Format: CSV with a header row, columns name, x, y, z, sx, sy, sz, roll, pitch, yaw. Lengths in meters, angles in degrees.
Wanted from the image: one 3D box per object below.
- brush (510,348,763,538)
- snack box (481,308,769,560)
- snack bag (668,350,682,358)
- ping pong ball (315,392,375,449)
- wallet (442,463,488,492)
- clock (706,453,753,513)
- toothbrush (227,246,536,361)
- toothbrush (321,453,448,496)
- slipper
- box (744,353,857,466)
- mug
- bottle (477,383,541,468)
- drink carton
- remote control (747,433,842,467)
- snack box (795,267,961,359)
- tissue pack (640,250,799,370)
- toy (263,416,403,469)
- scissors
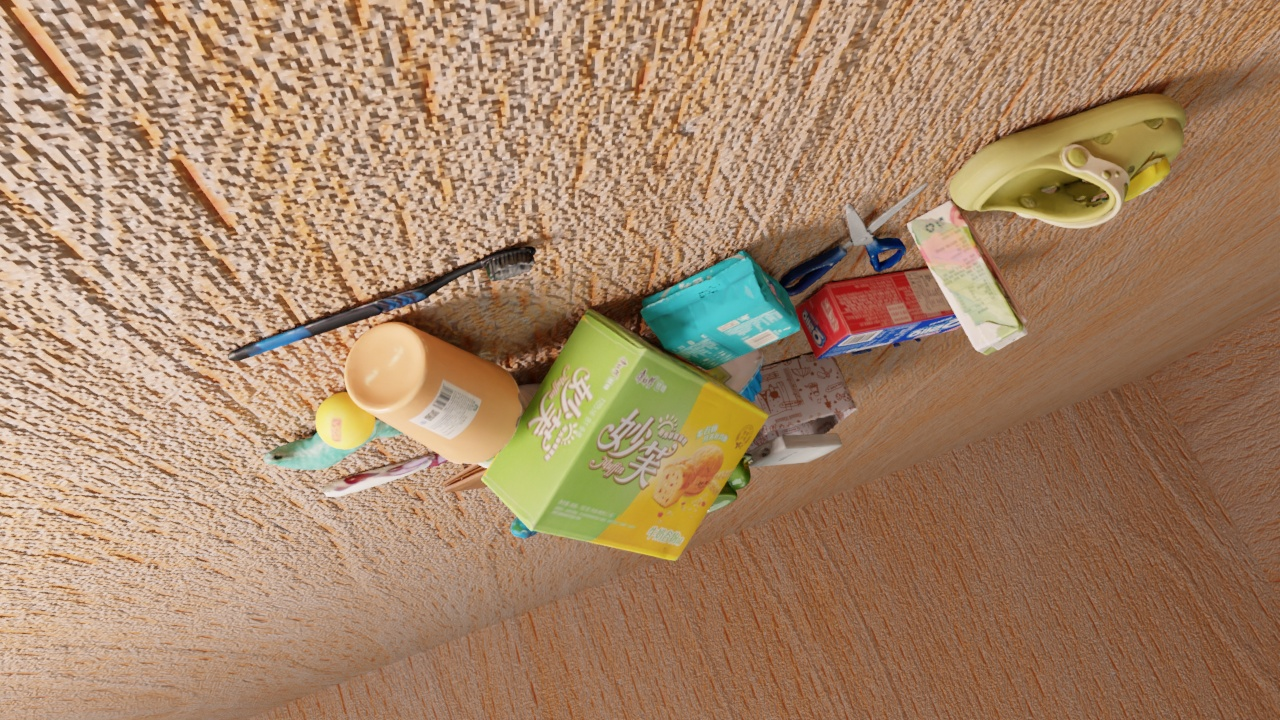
name,x,y,z,sx,sy,sz,roll,pitch,yaw
brush,0.006,0.078,0.864,0.313,0.060,0.110,-38,161,-21
snack box,-0.004,0.069,0.740,0.210,0.070,0.158,27,96,-53
snack bag,-0.005,0.005,0.803,0.105,0.026,0.045,-7,167,-38
ping pong ball,-0.207,0.042,0.645,0.040,0.040,0.040,-20,163,-7
wallet,-0.141,0.114,0.987,0.115,0.020,0.101,-28,163,28
clock,0.052,0.131,0.983,0.116,0.056,0.162,2,154,-44
toothbrush,-0.150,-0.031,0.537,0.189,0.016,0.014,-20,155,-4
toothbrush,-0.201,0.094,0.855,0.187,0.016,0.017,-15,154,-21
slipper,0.327,-0.136,0.692,0.190,0.081,0.092,-15,165,-13
box,0.102,0.084,1.081,0.259,0.082,0.177,-16,162,-19
mug,-0.139,0.021,0.614,0.078,0.078,0.123,-25,159,9
bottle,-0.073,0.053,0.806,0.068,0.068,0.196,-31,165,27
drink carton,0.272,-0.068,0.756,0.046,0.122,0.053,-31,160,23
remote control,0.181,0.104,1.072,0.056,0.019,0.135,-34,157,35
snack box,0.251,-0.050,0.895,0.207,0.058,0.057,-11,160,-32
tissue pack,0.064,-0.037,0.718,0.093,0.050,0.133,-25,163,17
toy,-0.223,0.059,0.701,0.092,0.030,0.096,-25,169,19
scissors,0.176,-0.093,0.744,0.163,0.012,0.174,-30,159,34
